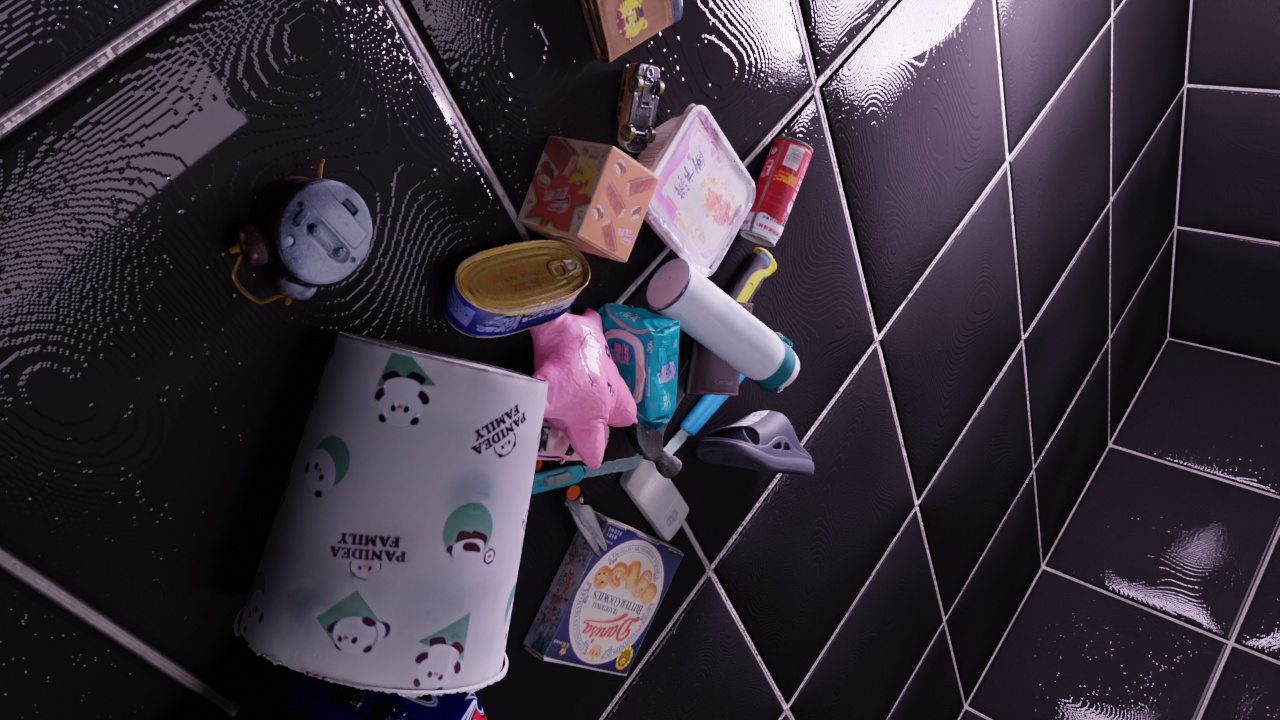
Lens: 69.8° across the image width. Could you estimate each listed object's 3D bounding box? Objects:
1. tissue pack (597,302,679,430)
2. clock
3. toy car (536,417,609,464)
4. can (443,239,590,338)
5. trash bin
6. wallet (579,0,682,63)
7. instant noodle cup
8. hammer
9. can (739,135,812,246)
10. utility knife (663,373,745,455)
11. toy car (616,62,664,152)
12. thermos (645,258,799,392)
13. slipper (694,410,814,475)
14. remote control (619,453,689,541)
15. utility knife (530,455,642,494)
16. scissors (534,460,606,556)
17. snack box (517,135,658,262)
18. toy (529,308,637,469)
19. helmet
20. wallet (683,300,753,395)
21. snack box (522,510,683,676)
[{"bbox_3d":[-0.006,0.006,1.040,0.050,0.093,0.134,-22,121,-46],"label":"tissue pack"},{"bbox_3d":[-0.270,-0.096,0.726,0.121,0.055,0.082,-53,139,-17],"label":"clock"},{"bbox_3d":[-0.084,0.081,0.985,0.122,0.037,0.056,5,101,-37],"label":"toy car"},{"bbox_3d":[-0.118,-0.070,0.886,0.147,0.074,0.049,-21,159,-39],"label":"can"},{"bbox_3d":[-0.195,0.118,0.783,0.229,0.230,0.252,16,88,-50],"label":"trash bin"},{"bbox_3d":[-0.009,-0.366,0.929,0.115,0.033,0.090,-40,133,-26],"label":"wallet"},{"bbox_3d":[0.051,-0.193,1.047,0.173,0.060,0.138,43,73,-47],"label":"instant noodle cup"},{"bbox_3d":[0.082,-0.015,1.168,0.126,0.032,0.322,48,66,-36],"label":"hammer"},{"bbox_3d":[0.174,-0.217,1.181,0.053,0.053,0.132,22,88,-51],"label":"can"},{"bbox_3d":[0.087,0.063,1.228,0.193,0.018,0.034,-48,124,-24],"label":"utility knife"},{"bbox_3d":[-0.004,-0.267,0.972,0.042,0.035,0.090,-8,112,-45],"label":"toy car"},{"bbox_3d":[0.107,-0.037,1.093,0.224,0.073,0.073,34,79,-35],"label":"thermos"},{"bbox_3d":[0.165,0.114,1.287,0.267,0.111,0.083,21,73,-55],"label":"slipper"},{"bbox_3d":[0.019,0.176,1.197,0.058,0.021,0.150,-53,138,-23],"label":"remote control"},{"bbox_3d":[-0.097,0.129,1.000,0.222,0.013,0.029,-10,121,-25],"label":"utility knife"},{"bbox_3d":[-0.097,0.143,1.030,0.142,0.022,0.235,-15,111,-32],"label":"scissors"},{"bbox_3d":[-0.053,-0.161,0.915,0.077,0.093,0.094,22,89,-50],"label":"snack box"},{"bbox_3d":[-0.061,0.015,0.958,0.178,0.075,0.194,41,37,-39],"label":"toy"},{"bbox_3d":[-0.242,0.359,0.770,0.316,0.247,0.240,115,-1,-71],"label":"helmet"},{"bbox_3d":[0.097,-0.016,1.149,0.096,0.020,0.122,5,96,-41],"label":"wallet"},{"bbox_3d":[-0.042,0.298,1.161,0.178,0.046,0.182,34,79,-49],"label":"snack box"}]
